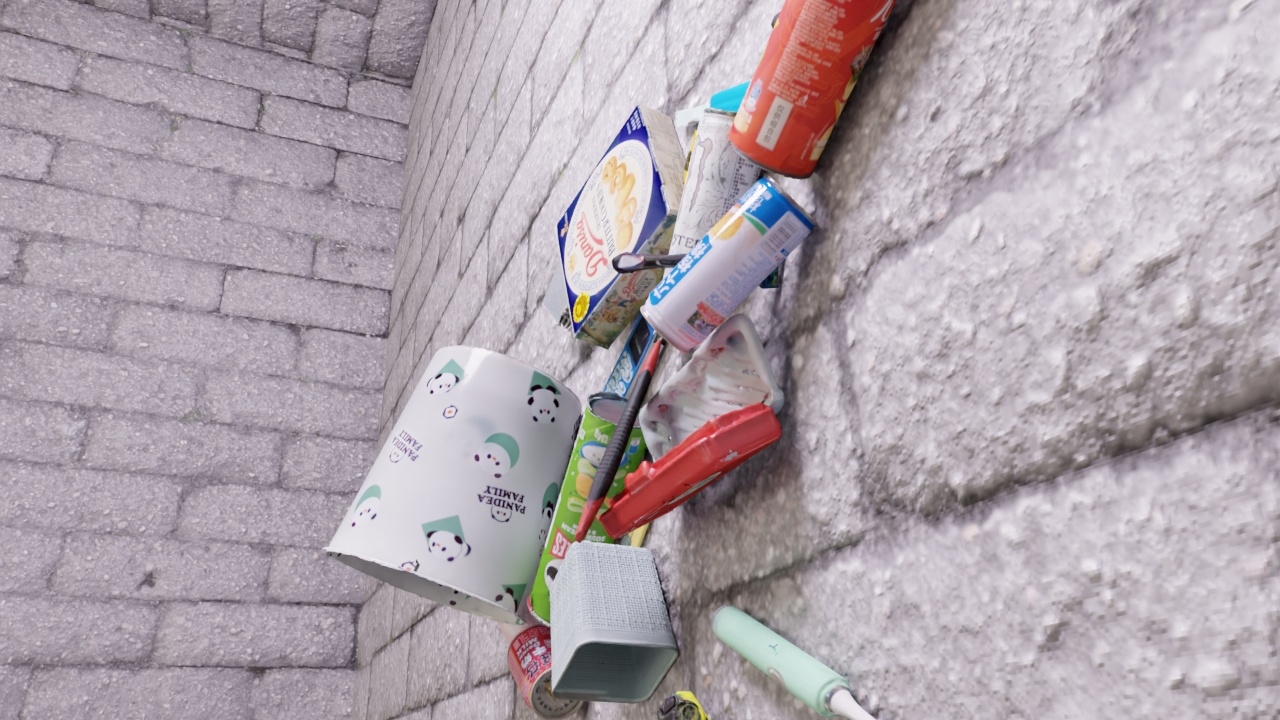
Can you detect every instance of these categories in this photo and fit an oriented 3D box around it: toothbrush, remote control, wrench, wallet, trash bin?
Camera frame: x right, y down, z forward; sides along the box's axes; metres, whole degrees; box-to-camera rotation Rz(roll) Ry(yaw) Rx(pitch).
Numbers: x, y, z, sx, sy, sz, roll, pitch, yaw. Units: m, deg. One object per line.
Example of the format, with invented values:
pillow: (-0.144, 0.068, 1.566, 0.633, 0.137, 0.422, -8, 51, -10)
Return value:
toothbrush: (0.103, 0.198, 0.572, 0.026, 0.027, 0.225, 62, 162, -14)
remote control: (-0.005, 0.005, 0.910, 0.125, 0.024, 0.049, -64, 28, 29)
wrench: (-0.001, 0.029, 0.781, 0.056, 0.016, 0.272, 107, -175, -67)
wallet: (-0.069, -0.106, 1.087, 0.130, 0.037, 0.106, -64, 27, 12)
trash bin: (-0.191, 0.135, 1.018, 0.230, 0.229, 0.251, -30, 38, 63)

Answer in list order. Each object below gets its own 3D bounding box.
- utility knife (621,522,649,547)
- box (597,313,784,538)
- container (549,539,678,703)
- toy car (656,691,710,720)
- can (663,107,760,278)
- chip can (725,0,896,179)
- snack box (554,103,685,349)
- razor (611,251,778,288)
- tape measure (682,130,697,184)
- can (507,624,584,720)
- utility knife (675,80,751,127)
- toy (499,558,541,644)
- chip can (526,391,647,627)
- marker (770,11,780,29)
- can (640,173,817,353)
utility knife: (-0.008, 0.176, 0.874, 0.202, 0.021, 0.031, -66, 32, 22)
box: (0.028, 0.055, 0.717, 0.100, 0.110, 0.202, 61, 147, 13)
container: (-0.030, 0.227, 0.806, 0.111, 0.090, 0.090, -103, 31, -48)
toy car: (0.044, 0.296, 0.673, 0.048, 0.032, 0.105, -59, 42, 43)
can: (0.062, -0.127, 0.753, 0.058, 0.058, 0.147, -144, 65, -66)
chip can: (0.130, -0.231, 0.612, 0.073, 0.073, 0.217, -111, 36, -51)
snack box: (-0.018, -0.136, 0.932, 0.183, 0.045, 0.177, -50, 37, 34)
razor: (0.039, -0.078, 0.722, 0.143, 0.022, 0.042, 3, 89, 27)
tape measure: (0.058, -0.176, 0.821, 0.057, 0.029, 0.060, -137, 59, -63)
can: (-0.097, 0.325, 0.956, 0.094, 0.066, 0.066, -154, 74, -67)
utility knife: (0.077, -0.224, 0.803, 0.234, 0.018, 0.034, -159, 78, -66)
toy: (-0.148, 0.288, 1.120, 0.160, 0.054, 0.121, 140, 135, -70)
chip can: (-0.050, 0.150, 0.902, 0.072, 0.072, 0.236, -127, 50, -60)
marker: (0.130, -0.265, 0.698, 0.124, 0.015, 0.018, -145, 70, -67)
can: (0.063, -0.069, 0.667, 0.135, 0.053, 0.053, -46, 33, 13)
